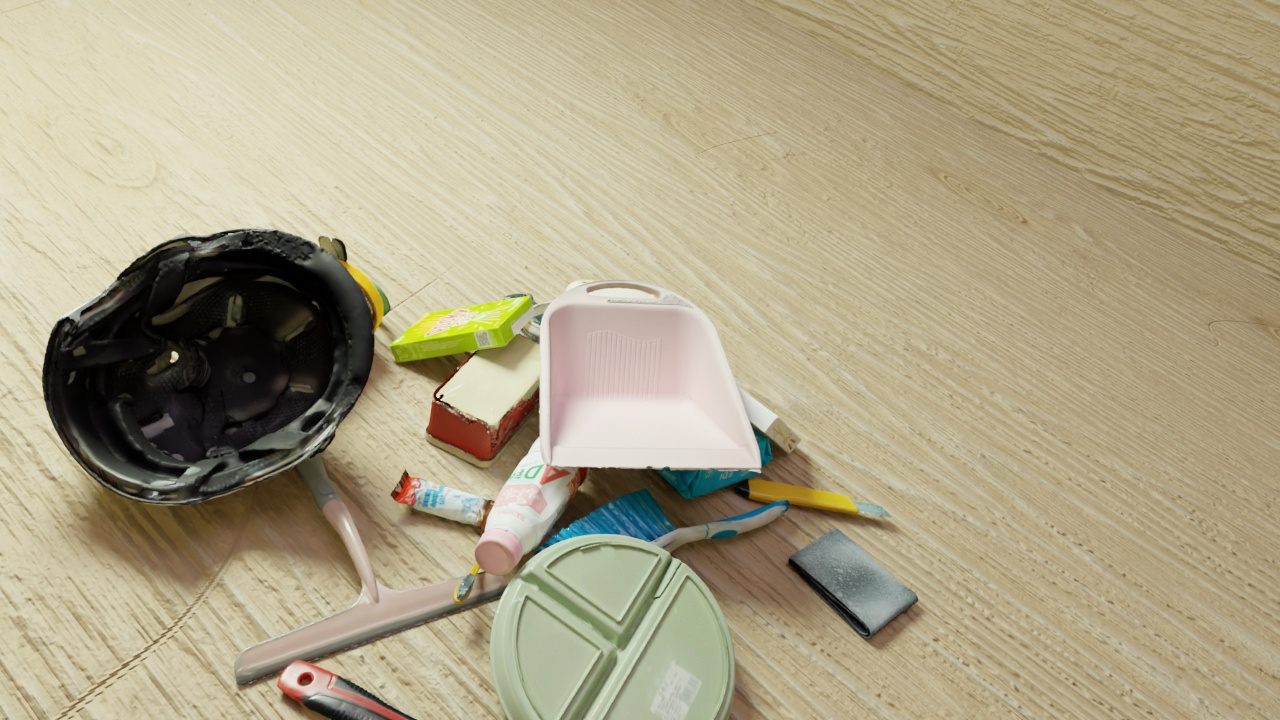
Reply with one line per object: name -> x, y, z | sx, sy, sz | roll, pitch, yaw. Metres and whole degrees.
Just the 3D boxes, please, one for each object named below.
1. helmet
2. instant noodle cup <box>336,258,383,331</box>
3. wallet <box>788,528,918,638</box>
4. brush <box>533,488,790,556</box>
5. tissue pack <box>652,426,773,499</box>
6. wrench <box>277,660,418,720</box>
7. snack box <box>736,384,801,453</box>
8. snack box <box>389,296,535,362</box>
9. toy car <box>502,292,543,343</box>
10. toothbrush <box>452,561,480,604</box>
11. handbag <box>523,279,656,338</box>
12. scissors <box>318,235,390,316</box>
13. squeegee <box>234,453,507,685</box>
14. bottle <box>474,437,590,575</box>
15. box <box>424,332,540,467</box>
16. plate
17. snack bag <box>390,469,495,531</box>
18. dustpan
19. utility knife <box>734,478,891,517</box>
helmet -> -0.389, 0.010, 0.858 | 0.273, 0.157, 0.230 | -38, 96, -19
instant noodle cup -> -0.358, -0.036, 1.005 | 0.118, 0.119, 0.114 | 17, 43, -5
wallet -> 0.232, 0.241, 1.005 | 0.097, 0.019, 0.121 | -17, 48, -43
brush -> 0.034, 0.177, 0.964 | 0.109, 0.061, 0.313 | 44, 41, 22
tissue pack -> 0.078, 0.105, 1.064 | 0.139, 0.063, 0.090 | -14, 39, -37
wrench -> -0.165, 0.309, 0.722 | 0.273, 0.016, 0.056 | 27, 35, 9
snack box -> 0.141, 0.067, 1.104 | 0.085, 0.027, 0.156 | 39, 1, 24
snack box -> -0.209, -0.036, 1.076 | 0.157, 0.026, 0.085 | -7, 26, 26
toy car -> -0.145, -0.057, 1.200 | 0.042, 0.034, 0.090 | -21, 51, -40
toothbrush -> -0.143, 0.171, 0.890 | 0.016, 0.018, 0.191 | 30, 26, -2
handbag -> -0.063, -0.044, 1.165 | 0.178, 0.063, 0.163 | 7, 29, -13
scissors -> -0.327, -0.090, 1.060 | 0.132, 0.186, 0.019 | 28, 64, -18
squeegee -> -0.284, 0.150, 0.856 | 0.247, 0.040, 0.249 | -12, 45, -36
bottle -> -0.108, 0.140, 0.906 | 0.068, 0.068, 0.196 | 24, 27, 5
box -> -0.161, 0.033, 1.034 | 0.091, 0.080, 0.167 | 25, 36, 8
plate -> -0.017, 0.254, 0.808 | 0.230, 0.028, 0.229 | 11, 52, -15
snack bag -> -0.195, 0.141, 0.918 | 0.104, 0.026, 0.048 | 19, 31, -5
dustpan -> -0.006, 0.006, 0.987 | 0.222, 0.139, 0.273 | 2, 16, -15
utility knife -> 0.204, 0.166, 1.087 | 0.195, 0.015, 0.033 | 11, 35, -7
